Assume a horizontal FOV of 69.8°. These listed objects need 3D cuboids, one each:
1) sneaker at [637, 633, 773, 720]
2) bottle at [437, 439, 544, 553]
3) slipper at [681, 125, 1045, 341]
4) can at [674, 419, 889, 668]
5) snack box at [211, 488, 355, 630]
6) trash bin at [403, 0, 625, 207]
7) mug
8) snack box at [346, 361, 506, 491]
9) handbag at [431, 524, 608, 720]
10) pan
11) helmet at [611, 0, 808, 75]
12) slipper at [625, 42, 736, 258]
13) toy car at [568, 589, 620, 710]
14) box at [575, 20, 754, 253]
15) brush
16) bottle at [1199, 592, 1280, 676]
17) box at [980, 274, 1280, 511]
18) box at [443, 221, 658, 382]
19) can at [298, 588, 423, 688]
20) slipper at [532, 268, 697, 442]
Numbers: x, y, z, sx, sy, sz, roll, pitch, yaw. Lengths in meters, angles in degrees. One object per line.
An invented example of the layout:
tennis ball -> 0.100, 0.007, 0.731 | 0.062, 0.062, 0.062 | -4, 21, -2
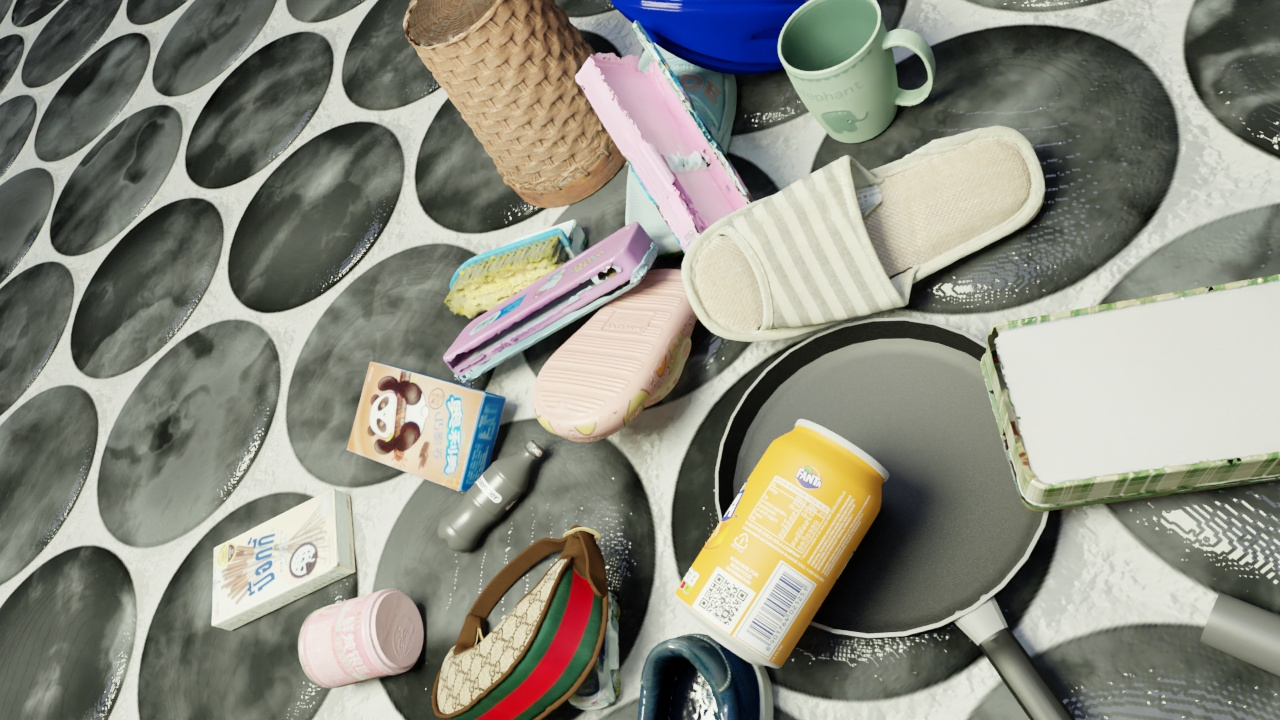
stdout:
sneaker -> 0.024, 0.302, 0.526 | 0.121, 0.127, 0.294 | -9, 62, 27
bottle -> -0.123, 0.112, 0.766 | 0.110, 0.036, 0.036 | -48, 52, -1
slipper -> 0.162, -0.092, 0.661 | 0.272, 0.054, 0.114 | -20, 99, 0
can -> 0.089, 0.114, 0.576 | 0.079, 0.079, 0.142 | 29, 82, 37
snack box -> -0.334, 0.185, 0.852 | 0.150, 0.026, 0.081 | -26, 54, 15
trash bin -> -0.114, -0.263, 0.858 | 0.151, 0.210, 0.151 | -14, 58, 23
mug -> 0.180, -0.232, 0.740 | 0.111, 0.104, 0.084 | 4, 66, 32
snack box -> -0.195, 0.058, 0.826 | 0.151, 0.034, 0.087 | 12, 87, 33
handbag -> -0.085, 0.190, 0.670 | 0.167, 0.063, 0.138 | -45, 28, 27
pan -> 0.186, 0.122, 0.587 | 0.225, 0.034, 0.356 | -36, 52, 8
helmet -> 0.103, -0.352, 0.765 | 0.147, 0.241, 0.228 | 62, 145, 39
slipper -> 0.027, -0.207, 0.834 | 0.104, 0.074, 0.245 | -7, 63, 25
toy car -> -0.037, 0.208, 0.671 | 0.039, 0.027, 0.089 | -17, 57, 23
box -> 0.046, -0.166, 0.733 | 0.077, 0.084, 0.230 | -44, 71, 43
brush -> -0.120, -0.086, 0.865 | 0.136, 0.055, 0.075 | -15, 35, 22
bottle -> 0.356, 0.158, 0.473 | 0.113, 0.030, 0.030 | 22, 76, 36
box -> 0.317, 0.019, 0.540 | 0.206, 0.050, 0.117 | -12, 61, 12
box -> -0.078, -0.046, 0.790 | 0.215, 0.036, 0.076 | -28, 22, 28
can -> -0.225, 0.225, 0.743 | 0.076, 0.067, 0.067 | -19, 56, 20
slipper -> -0.004, 0.004, 0.738 | 0.093, 0.082, 0.196 | 10, 45, 32
